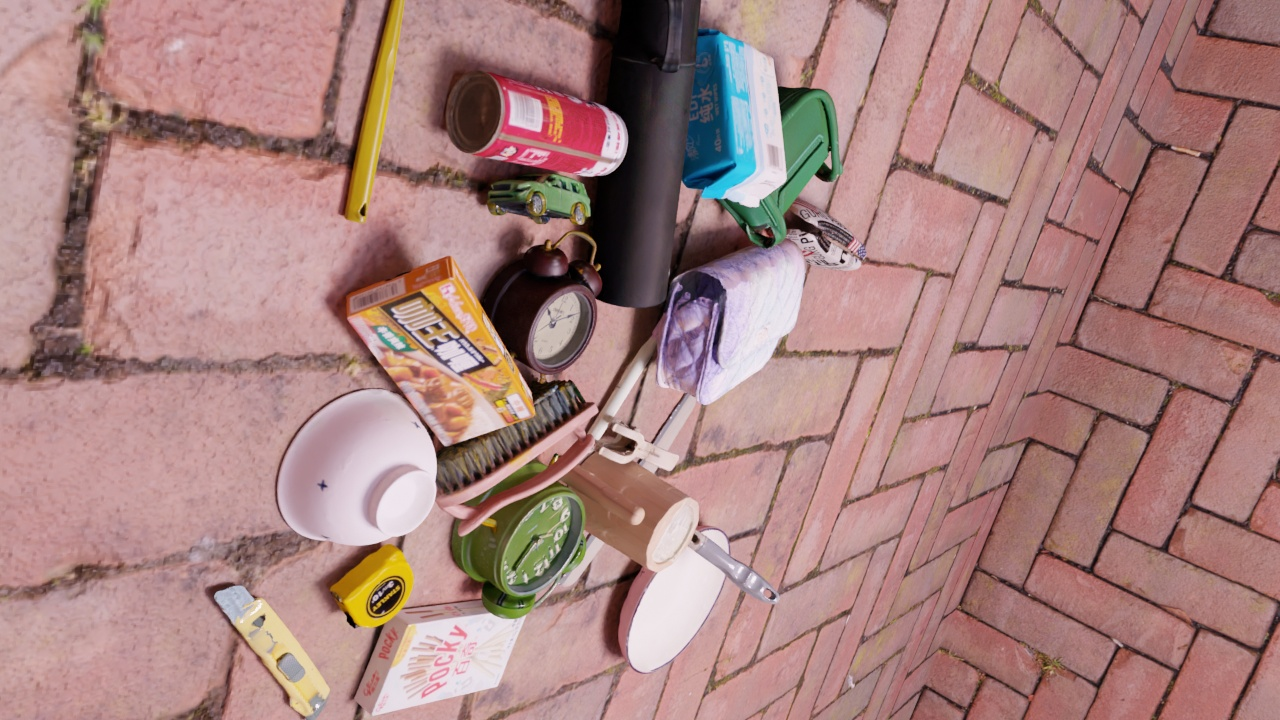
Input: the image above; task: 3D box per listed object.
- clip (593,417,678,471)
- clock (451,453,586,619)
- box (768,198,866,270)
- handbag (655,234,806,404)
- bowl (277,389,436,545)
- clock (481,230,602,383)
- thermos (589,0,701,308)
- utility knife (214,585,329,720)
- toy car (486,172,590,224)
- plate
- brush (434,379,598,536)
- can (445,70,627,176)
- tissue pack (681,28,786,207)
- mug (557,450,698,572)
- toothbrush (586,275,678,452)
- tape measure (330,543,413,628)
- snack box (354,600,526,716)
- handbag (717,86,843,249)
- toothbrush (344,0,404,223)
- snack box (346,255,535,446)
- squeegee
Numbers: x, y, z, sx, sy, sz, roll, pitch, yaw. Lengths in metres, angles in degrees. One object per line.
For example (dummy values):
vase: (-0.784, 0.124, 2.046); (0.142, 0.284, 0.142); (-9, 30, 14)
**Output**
clip: (-0.008, 0.081, 0.875); (0.034, 0.060, 0.097); (-60, 148, 3)
clock: (-0.100, 0.161, 0.808); (0.115, 0.056, 0.161); (-38, 139, -33)
box: (0.205, -0.144, 1.013); (0.163, 0.075, 0.077); (17, 91, -54)
handbag: (0.093, -0.043, 0.897); (0.193, 0.076, 0.134); (-31, 136, -54)
bowl: (-0.182, 0.086, 0.638); (0.118, 0.065, 0.118); (-33, 136, -38)
clock: (-0.072, -0.044, 0.707); (0.082, 0.055, 0.122); (20, 98, -56)
thermos: (0.002, -0.160, 0.708); (0.068, 0.090, 0.243); (3, 117, -8)
utility knife: (-0.263, 0.211, 0.662); (0.030, 0.019, 0.178); (-47, 139, -33)
toy car: (-0.073, -0.118, 0.668); (0.091, 0.043, 0.036); (-9, 104, -60)
plate: (0.035, 0.276, 1.087); (0.191, 0.039, 0.193); (-32, 135, -39)
brush: (-0.101, 0.075, 0.731); (0.145, 0.063, 0.073); (-36, 110, -32)
can: (-0.068, -0.161, 0.637); (0.132, 0.053, 0.053); (-4, 115, -53)
tissue pack: (0.070, -0.200, 0.761); (0.089, 0.063, 0.140); (-3, 87, -53)
mug: (-0.016, 0.135, 0.863); (0.084, 0.103, 0.124); (-59, 147, -7)
toothbrush: (-0.005, 0.005, 0.869); (0.029, 0.020, 0.189); (36, 83, -50)
tape measure: (-0.203, 0.173, 0.699); (0.059, 0.029, 0.057); (-41, 140, -31)
snack box: (-0.169, 0.255, 0.805); (0.156, 0.027, 0.085); (14, 100, -57)
handbag: (0.133, -0.186, 0.863); (0.131, 0.068, 0.120); (-52, 129, -21)
toothbrush: (-0.150, -0.174, 0.548); (0.015, 0.017, 0.190); (-3, 114, -53)
snack box: (-0.135, -0.001, 0.642); (0.075, 0.026, 0.154); (-20, 138, 3)
squeegee: (0.064, 0.198, 1.010); (0.246, 0.039, 0.246); (40, 76, -22)
